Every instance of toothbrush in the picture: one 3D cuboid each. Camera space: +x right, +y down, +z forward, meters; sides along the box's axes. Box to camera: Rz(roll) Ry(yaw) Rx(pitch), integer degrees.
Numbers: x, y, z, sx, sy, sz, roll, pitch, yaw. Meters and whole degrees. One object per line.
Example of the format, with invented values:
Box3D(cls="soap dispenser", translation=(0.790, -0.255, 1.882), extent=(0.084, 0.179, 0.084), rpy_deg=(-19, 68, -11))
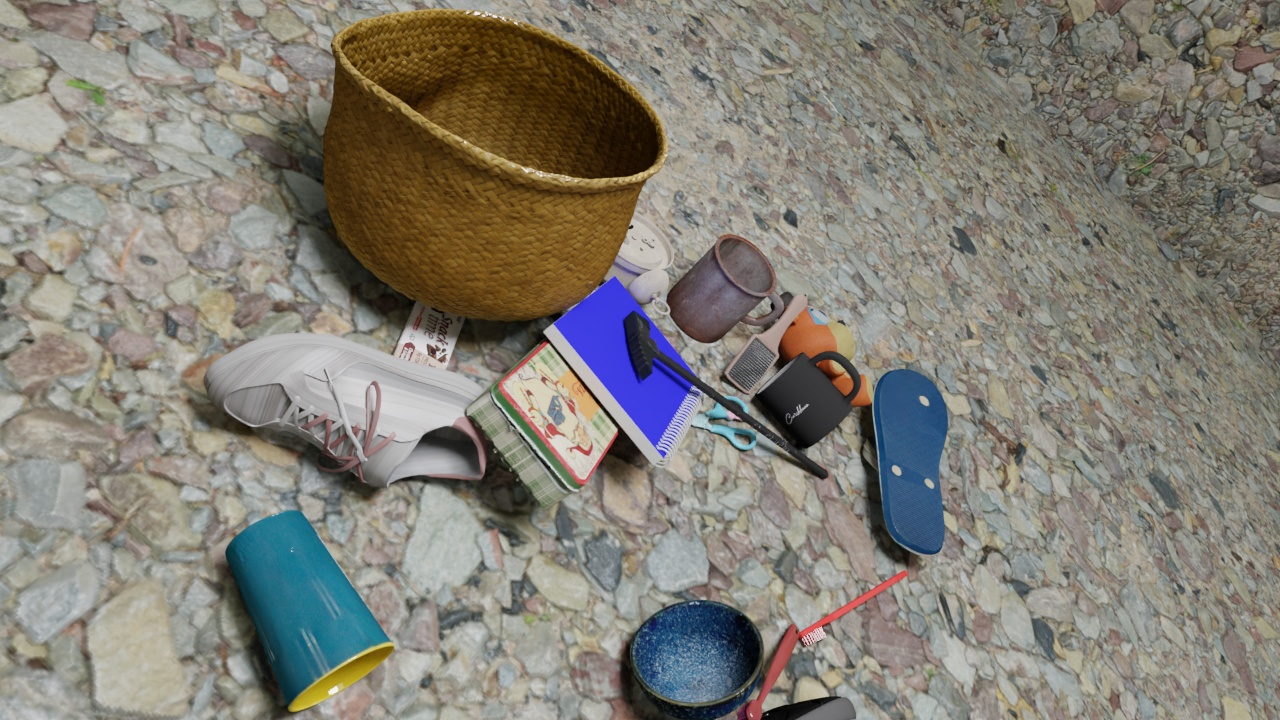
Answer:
Box3D(cls="toothbrush", translation=(0.238, 0.269, 1.001), extent=(0.212, 0.012, 0.018), rpy_deg=(-11, 65, -44))
Box3D(cls="toothbrush", translation=(0.120, 0.286, 0.842), extent=(0.016, 0.016, 0.189), rpy_deg=(61, 22, 4))

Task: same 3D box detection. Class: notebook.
Box3D(cls="notebook", translation=(-0.006, 0.005, 0.942), extent=(0.171, 0.022, 0.208), rpy_deg=(51, 22, -5))

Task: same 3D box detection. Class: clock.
Box3D(cls="clock", translation=(-0.010, -0.109, 1.067), extent=(0.103, 0.061, 0.156), rpy_deg=(-4, 53, -42))

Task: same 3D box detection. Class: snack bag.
Box3D(cls="snack bag", translation=(-0.200, -0.020, 0.870), extent=(0.057, 0.013, 0.157), rpy_deg=(30, 43, -19))

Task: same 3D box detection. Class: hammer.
Box3D(cls="hammer", translation=(0.107, 0.060, 1.009), extent=(0.324, 0.015, 0.094), rpy_deg=(35, 26, -30))

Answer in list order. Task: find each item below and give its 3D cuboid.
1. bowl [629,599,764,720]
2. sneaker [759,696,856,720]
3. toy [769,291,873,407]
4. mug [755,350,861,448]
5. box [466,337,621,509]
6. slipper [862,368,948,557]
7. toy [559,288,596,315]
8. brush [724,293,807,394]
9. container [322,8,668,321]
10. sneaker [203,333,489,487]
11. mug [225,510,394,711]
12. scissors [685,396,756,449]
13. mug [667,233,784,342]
Box3D(cls="bowl", translation=(0.052, 0.270, 0.796), extent=(0.114, 0.061, 0.114), rpy_deg=(-7, 32, 4))
Box3D(cls="sneaker", translation=(0.109, 0.383, 0.754), extent=(0.256, 0.093, 0.160), rpy_deg=(-2, 68, -42))
Box3D(cls="toy", translation=(0.226, -0.010, 1.158), extent=(0.176, 0.096, 0.112), rpy_deg=(42, 12, 8))
Box3D(cls="mug", translation=(0.206, 0.038, 1.084), extent=(0.088, 0.114, 0.078), rpy_deg=(48, 32, 2))
Box3D(cls="box", translation=(-0.074, 0.042, 0.841), extent=(0.117, 0.051, 0.205), rpy_deg=(55, 21, -6))
Box3D(cls="slipper", translation=(0.331, 0.125, 1.163), extent=(0.118, 0.060, 0.294), rpy_deg=(28, 45, -14))
Box3D(cls="toy", translation=(-0.064, -0.059, 0.996), extent=(0.079, 0.038, 0.122), rpy_deg=(-19, 75, -49))
Box3D(cls="brush", translation=(0.156, -0.022, 1.091), extent=(0.050, 0.135, 0.015), rpy_deg=(39, -1, -31))
Box3D(cls="container", translation=(-0.141, -0.180, 0.874), extent=(0.307, 0.197, 0.306), rpy_deg=(15, 38, -12))
Box3D(cls="sneaker", translation=(-0.220, 0.052, 0.731), extent=(0.235, 0.099, 0.089), rpy_deg=(13, 36, -34))
Box3D(cls="mug", translation=(-0.236, 0.170, 0.643), extent=(0.078, 0.078, 0.121), rpy_deg=(-18, 65, -46))
Box3D(cls="scissors", translation=(0.077, 0.076, 1.029), extent=(0.141, 0.015, 0.076), rpy_deg=(-6, 62, -35))
Box3D(cls="mug", translation=(0.109, -0.076, 1.104), extent=(0.123, 0.110, 0.096), rpy_deg=(34, 47, -14))
